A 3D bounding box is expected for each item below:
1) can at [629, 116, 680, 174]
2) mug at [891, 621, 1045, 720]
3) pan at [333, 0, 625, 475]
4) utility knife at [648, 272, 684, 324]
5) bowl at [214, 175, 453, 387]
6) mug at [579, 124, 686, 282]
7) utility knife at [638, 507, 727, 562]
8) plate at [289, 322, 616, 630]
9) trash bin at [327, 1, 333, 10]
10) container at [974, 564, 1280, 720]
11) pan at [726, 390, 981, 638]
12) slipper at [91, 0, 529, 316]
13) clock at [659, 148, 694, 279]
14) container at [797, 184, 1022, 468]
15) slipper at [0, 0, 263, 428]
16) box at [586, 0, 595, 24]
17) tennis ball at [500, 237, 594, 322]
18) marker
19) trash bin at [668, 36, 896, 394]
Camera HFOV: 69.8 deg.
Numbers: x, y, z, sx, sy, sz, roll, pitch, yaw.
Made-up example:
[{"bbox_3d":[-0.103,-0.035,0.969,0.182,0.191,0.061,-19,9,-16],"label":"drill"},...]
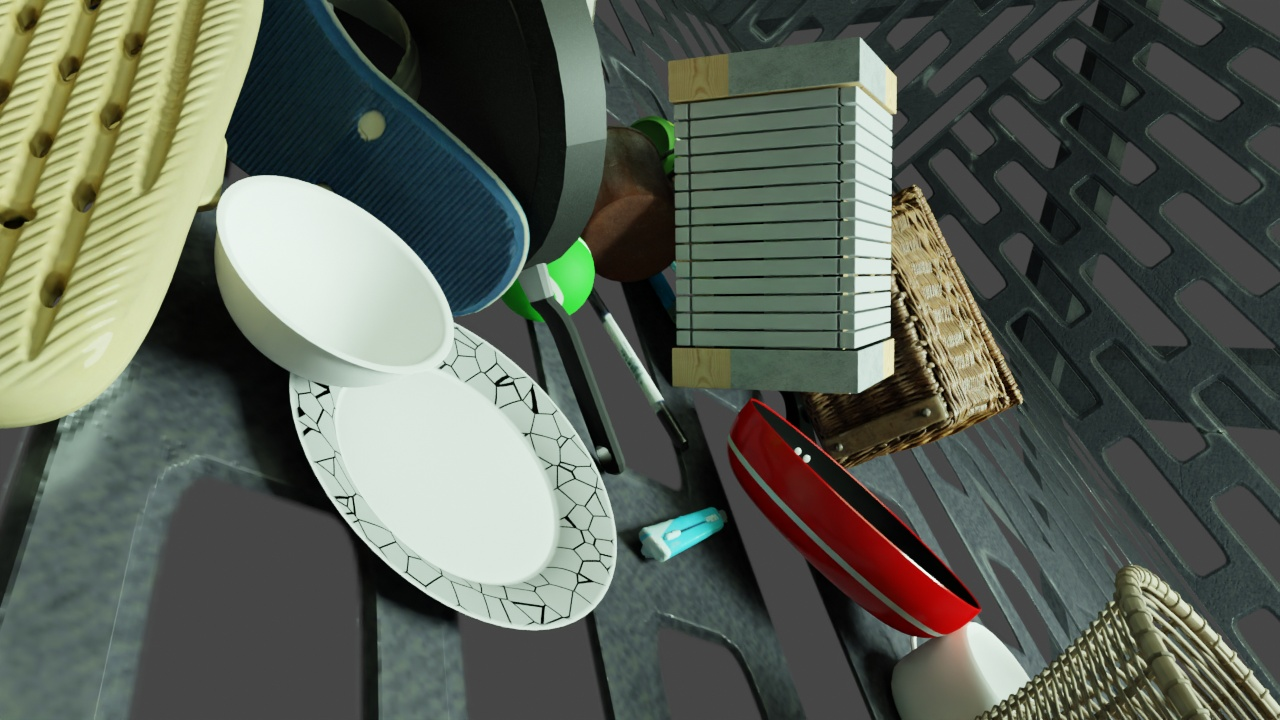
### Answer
[{"bbox_3d":[0.043,-0.197,0.982,0.144,0.083,0.083,15,39,-52],"label":"can"},{"bbox_3d":[0.224,0.229,0.639,0.094,0.068,0.115,34,27,-30],"label":"mug"},{"bbox_3d":[-0.081,-0.093,0.513,0.034,0.226,0.356,-26,101,-36],"label":"pan"},{"bbox_3d":[-0.001,-0.105,0.849,0.031,0.015,0.196,24,31,-53],"label":"utility knife"},{"bbox_3d":[-0.138,-0.025,0.395,0.110,0.041,0.109,37,25,-21],"label":"bowl"},{"bbox_3d":[-0.029,-0.133,0.758,0.122,0.096,0.110,10,35,-26],"label":"mug"},{"bbox_3d":[0.030,0.103,0.568,0.022,0.015,0.117,53,21,14],"label":"utility knife"},{"bbox_3d":[-0.087,0.049,0.445,0.188,0.016,0.188,38,25,-22],"label":"plate"},{"bbox_3d":[-0.203,-0.336,0.730,0.114,0.115,0.228,42,24,-14],"label":"trash bin"},{"bbox_3d":[0.238,0.253,0.460,0.227,0.197,0.226,38,25,-22],"label":"container"},{"bbox_3d":[0.135,0.086,0.716,0.209,0.067,0.356,39,8,-18],"label":"pan"},{"bbox_3d":[-0.172,-0.143,0.476,0.295,0.118,0.060,46,19,-7],"label":"slipper"},{"bbox_3d":[0.062,-0.149,0.886,0.157,0.121,0.073,42,26,-39],"label":"clock"},{"bbox_3d":[0.230,-0.023,0.892,0.182,0.163,0.250,-18,82,-59],"label":"container"},{"bbox_3d":[-0.218,-0.081,0.352,0.111,0.079,0.261,10,54,-21],"label":"slipper"},{"bbox_3d":[-0.092,-0.244,0.709,0.066,0.186,0.145,31,7,35],"label":"box"},{"bbox_3d":[-0.063,-0.058,0.596,0.065,0.065,0.065,38,25,-22],"label":"tennis ball"},{"bbox_3d":[-0.004,0.004,0.672,0.011,0.011,0.152,10,43,-55],"label":"marker"},{"bbox_3d":[0.117,-0.106,0.731,0.142,0.143,0.247,-12,102,-64],"label":"trash bin"}]
